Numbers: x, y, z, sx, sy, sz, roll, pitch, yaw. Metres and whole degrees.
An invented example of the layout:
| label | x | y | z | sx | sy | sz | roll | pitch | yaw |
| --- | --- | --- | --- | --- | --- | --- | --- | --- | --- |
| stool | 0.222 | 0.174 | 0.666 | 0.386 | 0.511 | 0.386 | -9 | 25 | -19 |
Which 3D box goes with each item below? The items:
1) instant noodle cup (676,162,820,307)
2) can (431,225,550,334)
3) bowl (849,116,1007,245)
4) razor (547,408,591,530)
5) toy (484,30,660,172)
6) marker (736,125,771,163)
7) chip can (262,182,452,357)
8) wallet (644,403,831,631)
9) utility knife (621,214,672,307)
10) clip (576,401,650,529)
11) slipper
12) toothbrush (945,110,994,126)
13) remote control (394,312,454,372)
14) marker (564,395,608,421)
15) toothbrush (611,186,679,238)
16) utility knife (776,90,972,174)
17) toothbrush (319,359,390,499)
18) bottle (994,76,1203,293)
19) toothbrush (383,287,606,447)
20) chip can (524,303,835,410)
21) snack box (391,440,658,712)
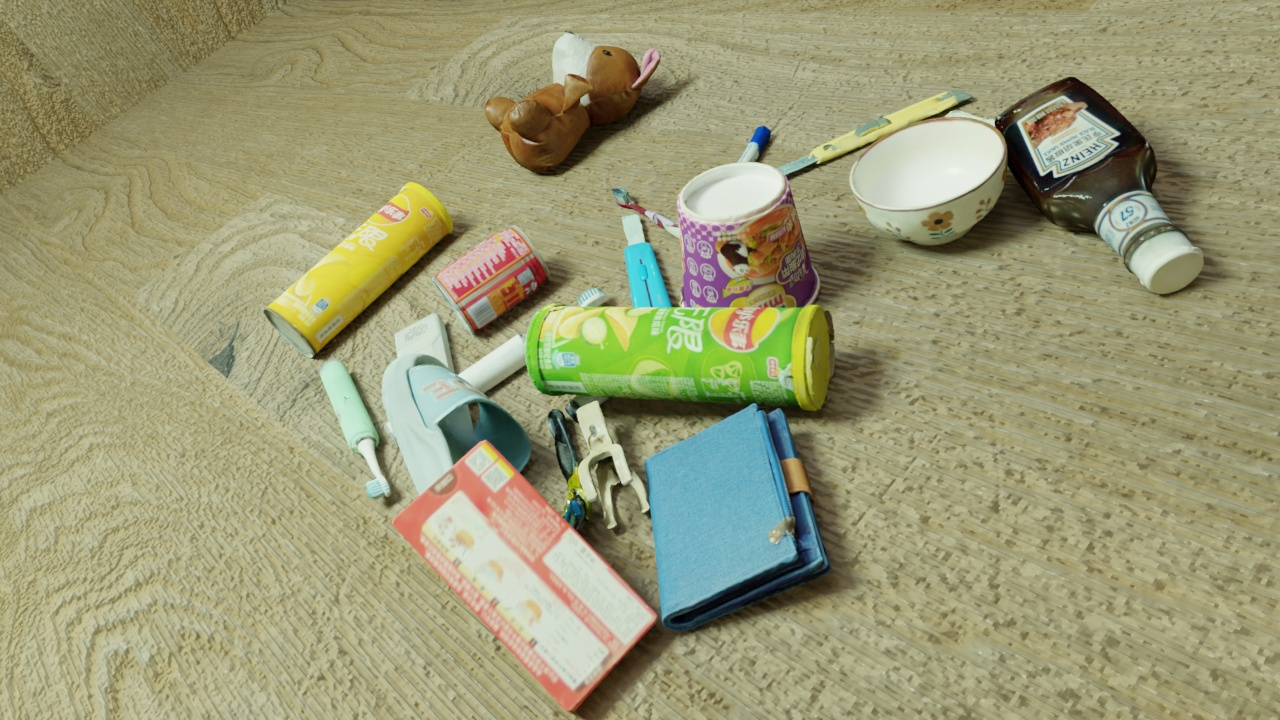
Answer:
| label | x | y | z | sx | sy | sz | roll | pitch | yaw |
| --- | --- | --- | --- | --- | --- | --- | --- | --- | --- |
| instant noodle cup | 0.077 | -0.089 | 0.704 | 0.112 | 0.099 | 0.111 | -10 | 41 | 8 |
| can | -0.139 | -0.077 | 0.863 | 0.093 | 0.066 | 0.066 | -37 | 38 | -10 |
| bowl | 0.223 | -0.128 | 0.699 | 0.114 | 0.062 | 0.113 | -18 | 39 | 15 |
| razor | -0.053 | 0.081 | 0.668 | 0.022 | 0.043 | 0.142 | 10 | 30 | -18 |
| toy | -0.078 | -0.307 | 1.055 | 0.199 | 0.130 | 0.140 | -30 | 31 | -18 |
| marker | 0.093 | -0.175 | 0.872 | 0.017 | 0.017 | 0.145 | 3 | 47 | 34 |
| chip can | -0.298 | -0.099 | 0.986 | 0.072 | 0.072 | 0.212 | 17 | 58 | 43 |
| wallet | 0.055 | 0.094 | 0.572 | 0.106 | 0.040 | 0.132 | -28 | 37 | 16 |
| utility knife | 0.001 | -0.082 | 0.822 | 0.034 | 0.018 | 0.206 | -23 | 37 | 8 |
| clip | -0.019 | 0.081 | 0.650 | 0.034 | 0.081 | 0.104 | -28 | 20 | 2 |
| slipper | -0.121 | 0.066 | 0.662 | 0.074 | 0.104 | 0.245 | -36 | 43 | 0 |
| toothbrush | 0.315 | -0.166 | 0.722 | 0.029 | 0.020 | 0.189 | -7 | 31 | -27 |
| remote control | -0.200 | 0.001 | 0.848 | 0.049 | 0.024 | 0.125 | -28 | 37 | 0 |
| marker | -0.004 | 0.004 | 0.726 | 0.130 | 0.018 | 0.022 | -38 | 32 | -13 |
| toothbrush | 0.021 | -0.136 | 0.870 | 0.016 | 0.017 | 0.187 | -38 | 38 | -11 |
| utility knife | 0.206 | -0.204 | 0.841 | 0.195 | 0.020 | 0.031 | -27 | 31 | 10 |
| toothbrush | -0.252 | 0.058 | 0.814 | 0.027 | 0.026 | 0.224 | -17 | 34 | -22 |
| bottle | 0.317 | -0.122 | 0.635 | 0.080 | 0.044 | 0.194 | -28 | 44 | 17 |
| toothbrush | -0.121 | 0.003 | 0.794 | 0.221 | 0.027 | 0.026 | -35 | 56 | -8 |
| chip can | 0.022 | -0.005 | 0.658 | 0.222 | 0.073 | 0.072 | 2 | 47 | 25 |
| snack box | -0.069 | 0.126 | 0.547 | 0.153 | 0.025 | 0.075 | 44 | 72 | 9 |
